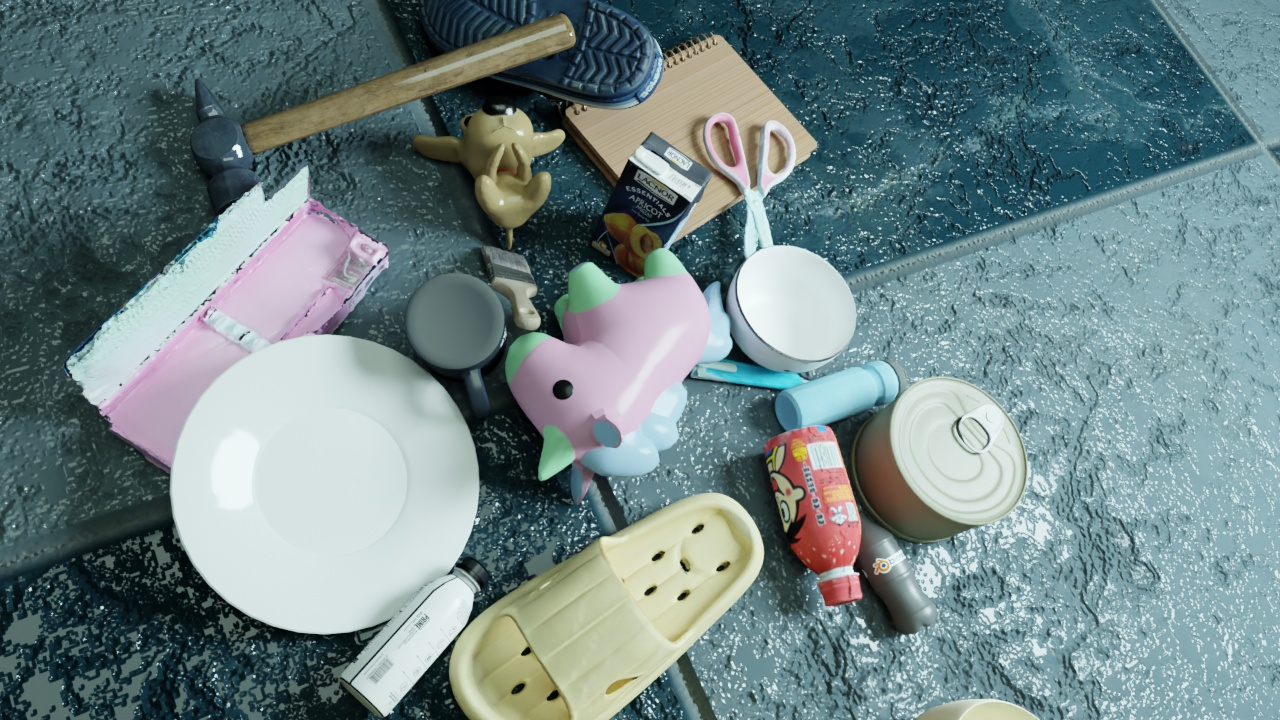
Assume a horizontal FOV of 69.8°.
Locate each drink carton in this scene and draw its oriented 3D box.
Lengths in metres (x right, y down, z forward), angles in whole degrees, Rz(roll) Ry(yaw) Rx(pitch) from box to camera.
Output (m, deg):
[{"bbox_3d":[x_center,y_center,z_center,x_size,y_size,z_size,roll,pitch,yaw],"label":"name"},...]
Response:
[{"bbox_3d":[0.007,-0.126,0.767,0.064,0.130,0.040,34,60,-1],"label":"drink carton"}]

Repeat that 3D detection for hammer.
[{"bbox_3d":[-0.205,-0.221,0.751,0.321,0.040,0.129,-22,71,-8],"label":"hammer"}]

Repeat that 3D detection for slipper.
[{"bbox_3d":[-0.091,-0.292,0.839,0.253,0.095,0.105,29,98,17],"label":"slipper"},{"bbox_3d":[-0.007,0.177,0.655,0.260,0.079,0.111,-29,80,-27],"label":"slipper"}]

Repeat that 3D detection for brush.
[{"bbox_3d":[-0.100,-0.059,0.722,0.039,0.012,0.151,10,23,-20],"label":"brush"}]

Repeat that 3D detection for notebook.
[{"bbox_3d":[0.048,-0.224,0.889,0.210,0.022,0.169,-35,81,-28],"label":"notebook"}]

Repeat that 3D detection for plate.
[{"bbox_3d":[-0.215,0.084,0.647,0.208,0.015,0.208,9,71,-28],"label":"plate"}]

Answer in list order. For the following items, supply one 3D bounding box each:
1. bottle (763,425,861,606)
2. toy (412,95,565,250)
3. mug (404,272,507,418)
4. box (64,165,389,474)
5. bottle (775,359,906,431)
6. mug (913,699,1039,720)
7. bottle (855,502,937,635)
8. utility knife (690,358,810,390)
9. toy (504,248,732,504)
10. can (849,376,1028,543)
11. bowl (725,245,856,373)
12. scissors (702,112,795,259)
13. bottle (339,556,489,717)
[{"bbox_3d":[0.143,0.125,0.734,0.062,0.062,0.137,-4,67,-19],"label":"bottle"},{"bbox_3d":[-0.117,-0.163,0.771,0.134,0.106,0.108,-7,57,-16],"label":"toy"},{"bbox_3d":[-0.132,-0.007,0.692,0.071,0.077,0.105,-17,85,-9],"label":"mug"},{"bbox_3d":[-0.277,-0.036,0.650,0.086,0.106,0.229,33,61,0],"label":"box"},{"bbox_3d":[0.181,0.029,0.803,0.129,0.040,0.040,-16,72,-23],"label":"bottle"},{"bbox_3d":[0.231,0.307,0.655,0.096,0.100,0.120,27,63,-2],"label":"mug"},{"bbox_3d":[0.199,0.167,0.746,0.036,0.036,0.110,-22,74,-25],"label":"bottle"},{"bbox_3d":[0.103,0.015,0.800,0.124,0.015,0.022,12,65,-15],"label":"utility knife"},{"bbox_3d":[-0.004,0.004,0.722,0.221,0.120,0.171,-15,67,-28],"label":"toy"},{"bbox_3d":[0.250,0.086,0.779,0.127,0.073,0.127,7,64,-15],"label":"can"},{"bbox_3d":[0.125,-0.037,0.802,0.113,0.063,0.113,7,62,-15],"label":"bowl"},{"bbox_3d":[0.121,-0.157,0.864,0.105,0.016,0.179,-5,69,-21],"label":"scissors"},{"bbox_3d":[-0.149,0.184,0.626,0.041,0.041,0.115,40,61,3],"label":"bottle"}]
